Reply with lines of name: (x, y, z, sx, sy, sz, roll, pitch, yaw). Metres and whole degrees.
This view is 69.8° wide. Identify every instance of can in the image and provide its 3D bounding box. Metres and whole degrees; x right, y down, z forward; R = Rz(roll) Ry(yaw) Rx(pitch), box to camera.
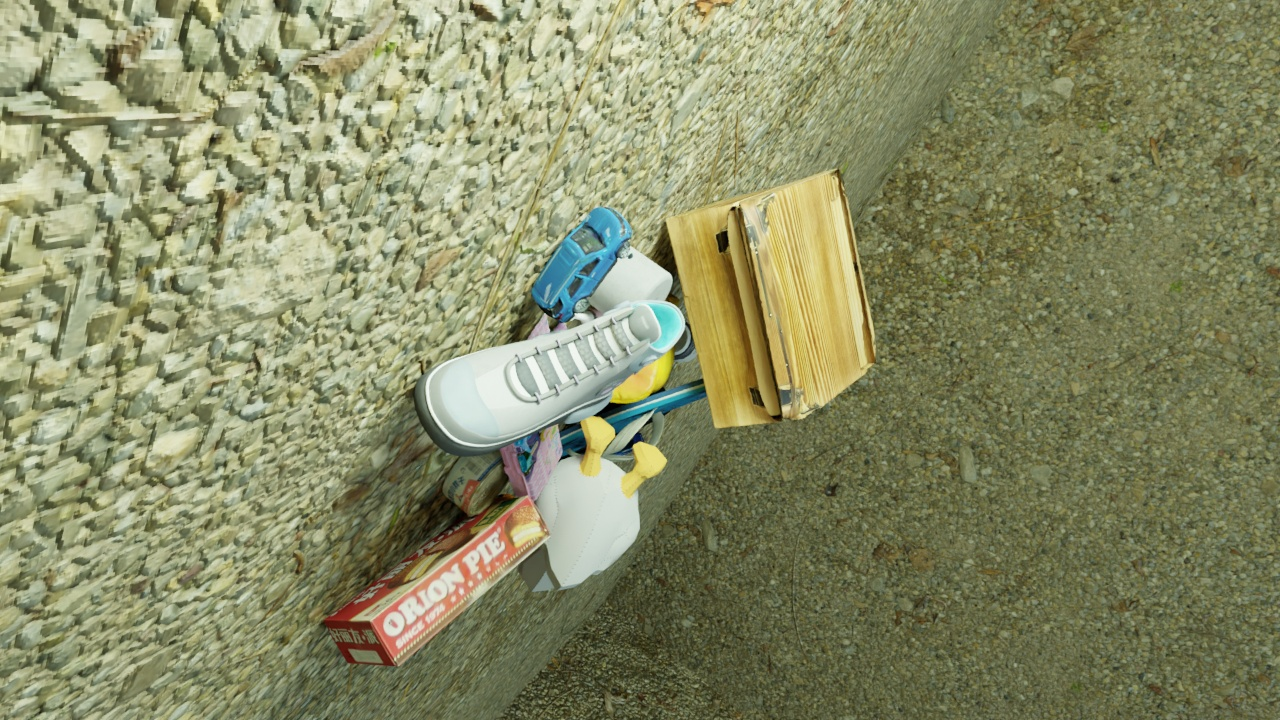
can: (0.061, -0.031, 1.476, 0.064, 0.064, 0.127, -54, 168, 3)
can: (-0.184, 0.133, 1.052, 0.086, 0.043, 0.086, -50, 168, -16)

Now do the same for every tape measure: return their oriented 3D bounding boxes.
tape measure: (0.027, -0.071, 1.313, 0.059, 0.030, 0.068, -57, 167, 7)

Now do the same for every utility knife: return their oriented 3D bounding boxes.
utility knife: (-0.182, 0.070, 0.952, 0.022, 0.015, 0.168, -22, -167, 45)

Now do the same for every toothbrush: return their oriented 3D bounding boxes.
toothbrush: (-0.053, -0.048, 1.078, 0.027, 0.026, 0.222, -48, 169, 8)

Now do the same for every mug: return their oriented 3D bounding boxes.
mug: (-0.012, -0.079, 1.039, 0.084, 0.070, 0.113, -53, 167, -3)

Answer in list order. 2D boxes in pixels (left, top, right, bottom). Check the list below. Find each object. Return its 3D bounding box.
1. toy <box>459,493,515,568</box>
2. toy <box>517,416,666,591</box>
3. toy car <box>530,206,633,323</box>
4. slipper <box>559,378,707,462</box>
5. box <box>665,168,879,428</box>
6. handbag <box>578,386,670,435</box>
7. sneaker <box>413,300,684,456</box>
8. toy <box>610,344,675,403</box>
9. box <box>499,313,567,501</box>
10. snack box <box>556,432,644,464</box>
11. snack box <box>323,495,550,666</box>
toy: (-0.180, 0.216, 1.172, 0.090, 0.103, 0.071, -38, 157, -32)
toy: (-0.082, 0.207, 1.161, 0.268, 0.141, 0.246, -58, -171, 18)
toy car: (-0.056, -0.091, 0.868, 0.120, 0.056, 0.043, -51, 146, 14)
slipper: (-0.017, 0.096, 1.232, 0.295, 0.060, 0.118, -22, 165, 5)
box: (0.173, -0.081, 1.179, 0.246, 0.176, 0.279, -31, 112, -58)
handbag: (-0.034, 0.055, 1.369, 0.125, 0.114, 0.153, -31, 174, 7)
sneaker: (-0.069, 0.003, 0.820, 0.161, 0.093, 0.256, -30, 173, 34)
toy: (-0.007, 0.007, 1.179, 0.134, 0.087, 0.194, -27, 177, 4)
box: (-0.107, 0.048, 1.027, 0.231, 0.035, 0.159, 89, 25, -59)
snack box: (-0.072, 0.140, 1.355, 0.150, 0.027, 0.082, -19, 170, 10)
snack box: (-0.220, 0.240, 1.018, 0.113, 0.060, 0.235, -18, -167, 46)
